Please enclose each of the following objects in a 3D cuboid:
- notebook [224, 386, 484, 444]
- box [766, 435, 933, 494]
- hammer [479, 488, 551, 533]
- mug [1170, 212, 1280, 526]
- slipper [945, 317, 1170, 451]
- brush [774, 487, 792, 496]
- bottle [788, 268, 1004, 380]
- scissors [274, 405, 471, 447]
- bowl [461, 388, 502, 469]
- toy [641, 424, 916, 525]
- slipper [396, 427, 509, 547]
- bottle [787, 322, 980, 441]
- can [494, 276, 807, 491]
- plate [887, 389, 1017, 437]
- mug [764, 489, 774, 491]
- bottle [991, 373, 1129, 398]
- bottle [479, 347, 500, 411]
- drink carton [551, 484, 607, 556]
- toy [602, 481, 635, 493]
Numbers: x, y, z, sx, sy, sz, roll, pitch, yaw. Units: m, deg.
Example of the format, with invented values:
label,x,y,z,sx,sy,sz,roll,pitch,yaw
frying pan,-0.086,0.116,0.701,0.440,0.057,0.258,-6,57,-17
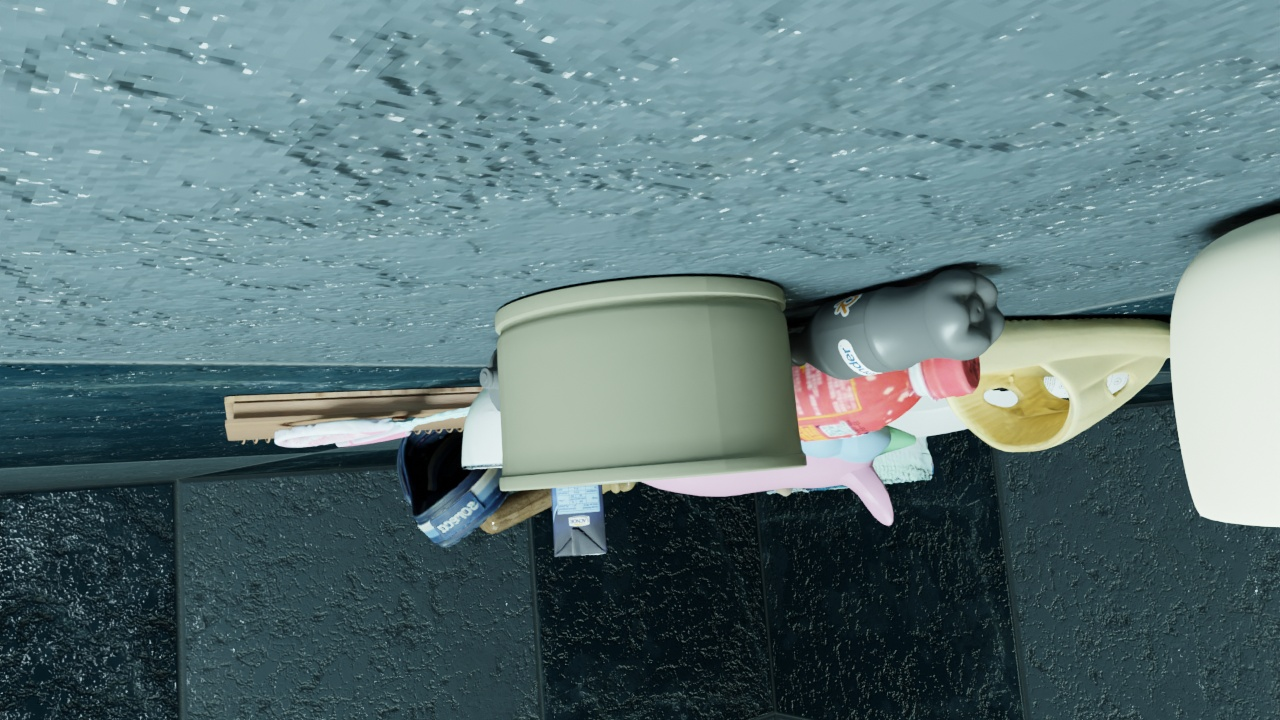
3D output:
label,x,y,z,sx,sy,sz,roll,pitch,yaw
notebook,-0.207,0.043,0.713,0.210,0.022,0.169,-2,172,-24
box,0.193,0.077,0.909,0.230,0.105,0.086,-4,174,-4
hammer,-0.029,0.104,0.932,0.320,0.040,0.130,-21,-172,-41
mug,0.242,-0.003,0.302,0.120,0.099,0.096,-7,175,2
slipper,0.240,0.017,0.572,0.261,0.079,0.112,0,169,-29
brush,0.066,0.065,0.764,0.151,0.012,0.039,37,-173,27
bottle,0.101,-0.012,0.397,0.036,0.036,0.110,0,172,-35
scissors,-0.172,0.043,0.617,0.179,0.016,0.105,-11,169,38
bowl,-0.051,0.033,0.558,0.113,0.063,0.113,-3,174,0
toy,0.074,0.051,0.650,0.221,0.120,0.171,7,172,-39
slipper,-0.174,0.091,0.866,0.105,0.095,0.253,-41,-166,-1
bottle,0.099,0.009,0.465,0.138,0.062,0.061,-9,172,36
can,0.003,0.014,0.389,0.128,0.073,0.128,-5,173,-1
plate,0.258,0.029,0.799,0.208,0.015,0.209,-4,158,-2
mug,0.133,0.056,0.768,0.071,0.077,0.105,-18,172,-45
bottle,0.317,0.008,0.694,0.116,0.041,0.041,-3,173,-12
bottle,-0.026,0.010,0.478,0.129,0.040,0.040,1,171,-41
drink carton,-0.050,0.084,0.701,0.040,0.130,0.064,-4,173,-5
toy,-0.032,0.075,0.828,0.108,0.106,0.134,4,-176,38
